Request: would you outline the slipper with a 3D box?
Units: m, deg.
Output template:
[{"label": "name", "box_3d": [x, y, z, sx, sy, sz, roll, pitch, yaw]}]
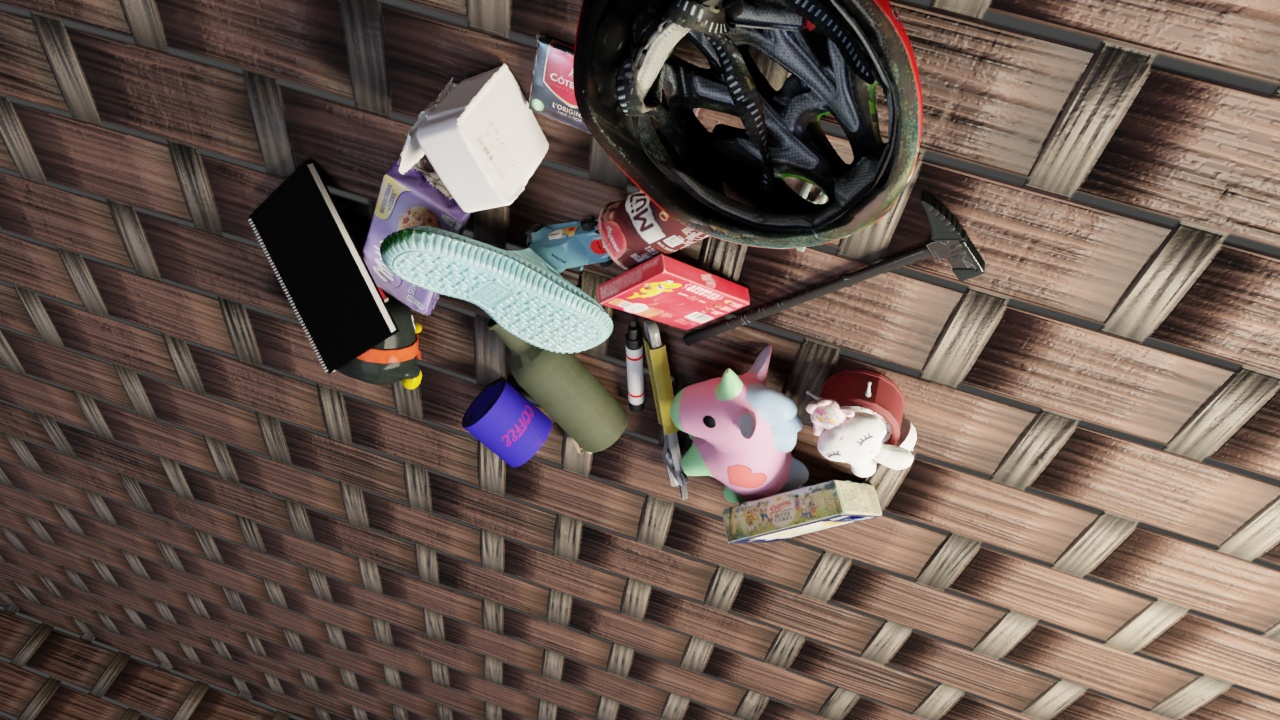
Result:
[{"label": "slipper", "box_3d": [-0.138, -0.083, 0.954, 0.276, 0.069, 0.116, 25, 150, -36]}]

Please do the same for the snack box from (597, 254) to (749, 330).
[{"label": "snack box", "box_3d": [0.034, -0.065, 0.917, 0.089, 0.021, 0.132, -22, 155, 39]}]

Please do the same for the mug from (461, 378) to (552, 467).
[{"label": "mug", "box_3d": [-0.178, 0.079, 1.185, 0.083, 0.079, 0.111, 44, 163, -23]}]

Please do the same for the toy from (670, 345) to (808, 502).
[{"label": "toy", "box_3d": [0.126, 0.090, 1.034, 0.222, 0.119, 0.172, 37, 140, -26]}]

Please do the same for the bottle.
[{"label": "bottle", "box_3d": [-0.101, 0.020, 1.082, 0.072, 0.071, 0.207, -18, 125, 38]}]

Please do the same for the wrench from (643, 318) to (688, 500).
[{"label": "wrench", "box_3d": [0.030, 0.062, 1.084, 0.018, 0.083, 0.274, -17, 127, -8]}]

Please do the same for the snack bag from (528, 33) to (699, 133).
[{"label": "snack bag", "box_3d": [-0.025, -0.230, 0.820, 0.155, 0.018, 0.075, 22, 140, 3]}]

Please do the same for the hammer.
[{"label": "hammer", "box_3d": [0.165, -0.070, 0.909, 0.326, 0.015, 0.095, -20, 124, 39]}]

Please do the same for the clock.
[{"label": "clock", "box_3d": [0.241, 0.066, 0.994, 0.096, 0.048, 0.137, -11, 128, 33]}]

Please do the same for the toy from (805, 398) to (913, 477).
[{"label": "toy", "box_3d": [0.221, 0.083, 0.953, 0.076, 0.037, 0.125, -28, 122, 38]}]

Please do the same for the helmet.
[{"label": "helmet", "box_3d": [0.083, -0.205, 0.679, 0.272, 0.166, 0.218, 40, 123, -10]}]

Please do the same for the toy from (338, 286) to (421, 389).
[{"label": "toy", "box_3d": [-0.315, -0.031, 1.111, 0.097, 0.099, 0.119, 45, 128, 43]}]

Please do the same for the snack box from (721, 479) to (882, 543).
[{"label": "snack box", "box_3d": [0.189, 0.178, 1.069, 0.145, 0.042, 0.144, -19, 162, 26]}]

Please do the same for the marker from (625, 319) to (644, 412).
[{"label": "marker", "box_3d": [-0.006, 0.006, 1.064, 0.019, 0.019, 0.146, 12, 138, 13]}]

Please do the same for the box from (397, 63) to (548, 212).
[{"label": "box", "box_3d": [-0.174, -0.199, 0.853, 0.130, 0.109, 0.103, -8, 130, 30]}]

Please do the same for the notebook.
[{"label": "notebook", "box_3d": [-0.364, -0.100, 1.043, 0.149, 0.016, 0.206, -24, 93, 40]}]

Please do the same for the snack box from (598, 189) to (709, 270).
[{"label": "snack box", "box_3d": [0.028, -0.136, 0.855, 0.122, 0.072, 0.072, -20, 124, 38]}]

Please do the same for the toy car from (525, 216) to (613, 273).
[{"label": "toy car", "box_3d": [-0.073, -0.116, 0.955, 0.108, 0.027, 0.060, -4, 133, 28]}]

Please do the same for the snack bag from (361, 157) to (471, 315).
[{"label": "snack bag", "box_3d": [-0.241, -0.132, 0.993, 0.096, 0.058, 0.206, 32, 141, -7]}]

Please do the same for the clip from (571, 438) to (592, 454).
[{"label": "clip", "box_3d": [-0.073, 0.096, 1.190, 0.047, 0.025, 0.062, -28, 112, 37]}]

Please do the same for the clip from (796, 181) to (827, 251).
[{"label": "clip", "box_3d": [0.150, -0.134, 0.840, 0.047, 0.023, 0.076, 21, 141, 0]}]
